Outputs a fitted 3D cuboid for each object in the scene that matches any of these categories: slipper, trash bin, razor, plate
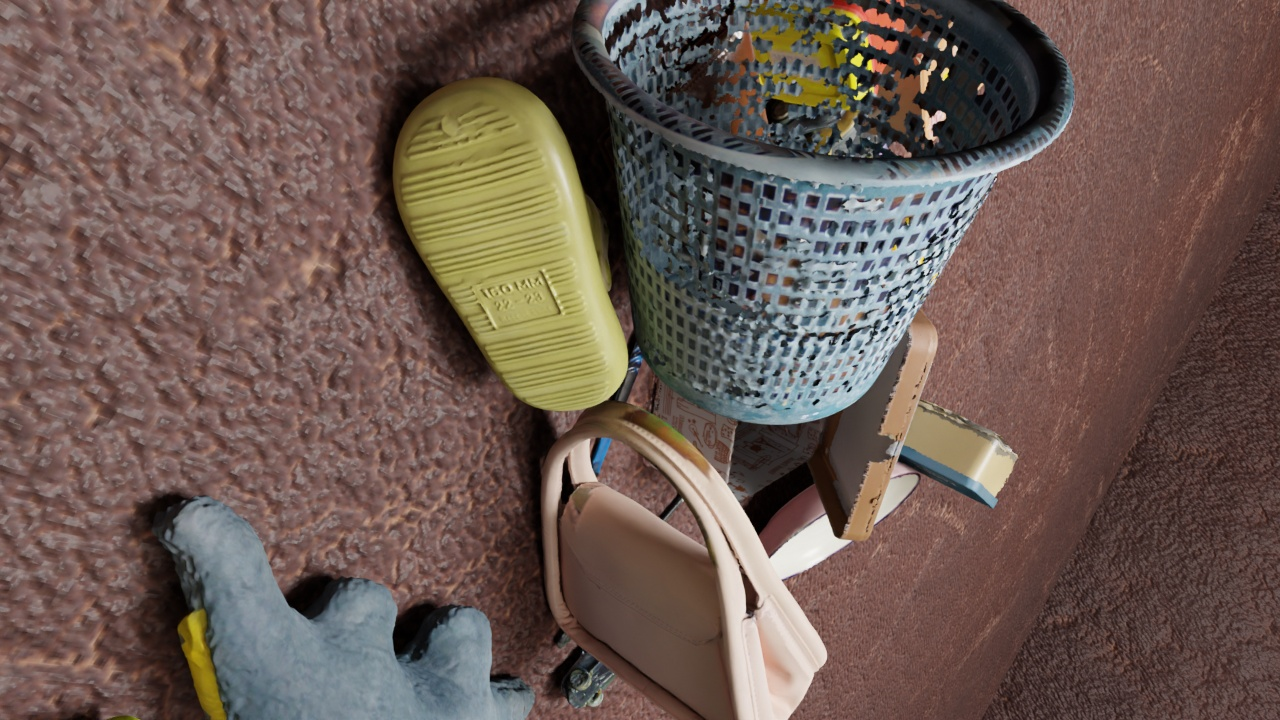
[{"bbox_3d":[-0.060,-0.060,0.480,0.081,0.092,0.191,-82,159,-53],"label":"slipper"},{"bbox_3d":[0.075,-0.081,0.483,0.225,0.226,0.195,-35,147,-33],"label":"trash bin"},{"bbox_3d":[0.127,-0.136,0.681,0.067,0.062,0.168,-19,139,-6],"label":"razor"},{"bbox_3d":[0.182,0.152,0.895,0.192,0.039,0.193,-25,153,-14],"label":"plate"}]

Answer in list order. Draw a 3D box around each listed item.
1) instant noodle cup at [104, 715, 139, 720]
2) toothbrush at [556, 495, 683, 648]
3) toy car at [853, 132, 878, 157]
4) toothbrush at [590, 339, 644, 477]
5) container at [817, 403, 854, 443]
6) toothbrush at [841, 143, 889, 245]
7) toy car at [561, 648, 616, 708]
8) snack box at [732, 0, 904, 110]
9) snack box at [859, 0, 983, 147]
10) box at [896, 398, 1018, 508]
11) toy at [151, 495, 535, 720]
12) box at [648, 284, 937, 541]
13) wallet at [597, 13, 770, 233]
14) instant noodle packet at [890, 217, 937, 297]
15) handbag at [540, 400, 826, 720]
[{"bbox_3d":[-0.261,0.207,0.377,0.123,0.112,0.112,-6,117,-57],"label":"instant noodle cup"},{"bbox_3d":[-0.004,0.159,0.735,0.180,0.018,0.016,-46,144,-19],"label":"toothbrush"},{"bbox_3d":[0.181,-0.191,0.720,0.105,0.031,0.049,-48,141,-22],"label":"toy car"},{"bbox_3d":[-0.004,0.004,0.634,0.014,0.016,0.190,7,108,-47],"label":"toothbrush"},{"bbox_3d":[0.183,0.026,0.818,0.090,0.090,0.114,-50,145,-16],"label":"container"},{"bbox_3d":[0.174,-0.110,0.780,0.014,0.017,0.189,30,86,-54],"label":"toothbrush"},{"bbox_3d":[-0.029,0.238,0.739,0.090,0.034,0.043,-45,144,-19],"label":"toy car"},{"bbox_3d":[0.116,-0.212,0.579,0.080,0.091,0.082,-55,145,-21],"label":"snack box"},{"bbox_3d":[0.186,-0.219,0.656,0.094,0.093,0.077,-47,142,-21],"label":"snack box"},{"bbox_3d":[0.272,0.075,0.879,0.089,0.184,0.061,32,89,-49],"label":"box"},{"bbox_3d":[-0.152,0.198,0.525,0.356,0.091,0.137,53,42,-53],"label":"toy"},{"bbox_3d":[0.125,0.025,0.666,0.152,0.178,0.183,-21,127,-41],"label":"box"},{"bbox_3d":[0.035,-0.138,0.574,0.124,0.032,0.101,-48,141,-15],"label":"wallet"},{"bbox_3d":[0.241,-0.090,0.850,0.110,0.044,0.128,-51,147,-27],"label":"instant noodle packet"},{"bbox_3d":[0.013,0.125,0.590,0.093,0.193,0.234,-40,134,-31],"label":"handbag"}]
